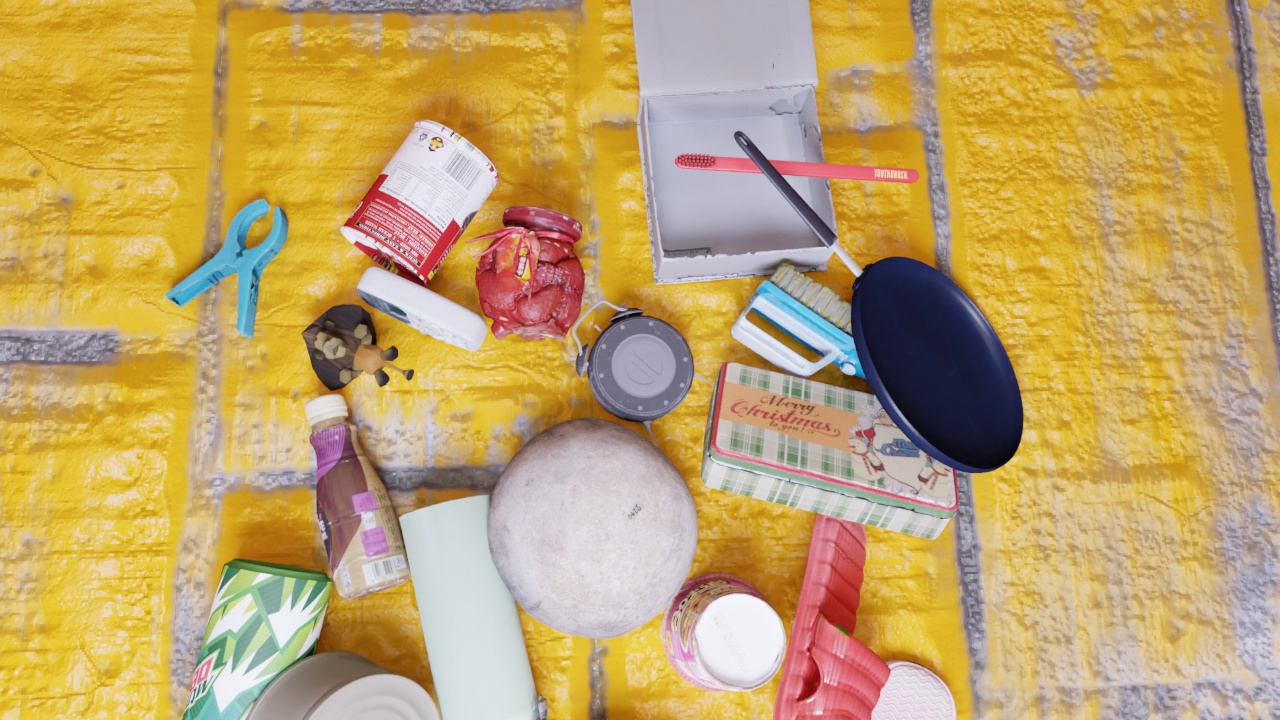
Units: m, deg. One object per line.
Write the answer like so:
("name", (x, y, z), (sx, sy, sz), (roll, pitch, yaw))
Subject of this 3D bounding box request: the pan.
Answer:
("pan", (0.197, -0.055, 0.768), (0.356, 0.021, 0.198), (47, 46, -6))

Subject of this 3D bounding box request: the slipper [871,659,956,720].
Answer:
("slipper", (0.190, 0.348, 0.729), (0.107, 0.056, 0.221), (22, 67, 2))

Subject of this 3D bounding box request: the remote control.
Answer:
("remote control", (-0.187, -0.043, 0.789), (0.114, 0.060, 0.028), (26, 75, -1))

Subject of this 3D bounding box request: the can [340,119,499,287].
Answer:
("can", (-0.189, -0.135, 0.795), (0.086, 0.087, 0.116), (31, 78, 3))

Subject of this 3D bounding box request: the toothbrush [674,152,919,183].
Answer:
("toothbrush", (0.135, -0.164, 0.780), (0.212, 0.018, 0.012), (3, 91, -5))

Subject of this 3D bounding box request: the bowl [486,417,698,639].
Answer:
("bowl", (-0.025, 0.127, 0.724), (0.178, 0.081, 0.178), (7, 71, -22))

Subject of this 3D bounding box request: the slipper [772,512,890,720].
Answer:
("slipper", (0.158, 0.229, 0.711), (0.059, 0.103, 0.248), (-5, 53, 34))

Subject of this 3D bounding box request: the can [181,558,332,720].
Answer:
("can", (-0.297, 0.232, 0.710), (0.083, 0.083, 0.144), (10, 77, -1))

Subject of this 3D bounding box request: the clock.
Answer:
("clock", (-0.005, 0.005, 0.795), (0.123, 0.044, 0.091), (43, 76, 1))

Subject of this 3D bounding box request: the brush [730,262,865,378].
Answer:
("brush", (0.154, -0.018, 0.805), (0.136, 0.055, 0.075), (34, 73, 4))

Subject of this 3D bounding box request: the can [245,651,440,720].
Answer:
("can", (-0.218, 0.286, 0.674), (0.127, 0.073, 0.127), (2, 87, -45))

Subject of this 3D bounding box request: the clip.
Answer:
("clip", (-0.343, -0.082, 0.806), (0.102, 0.027, 0.119), (23, 78, -1))

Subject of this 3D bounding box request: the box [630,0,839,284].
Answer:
("box", (0.079, -0.260, 0.832), (0.166, 0.098, 0.368), (-5, 85, -5))

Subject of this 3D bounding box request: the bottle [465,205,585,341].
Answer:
("bottle", (-0.096, -0.071, 0.781), (0.099, 0.099, 0.111), (10, 83, -1))

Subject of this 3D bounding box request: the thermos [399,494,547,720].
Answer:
("thermos", (-0.126, 0.226, 0.724), (0.082, 0.082, 0.231), (-14, 78, -6))

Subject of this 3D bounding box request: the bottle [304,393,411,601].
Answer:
("bottle", (-0.238, 0.109, 0.752), (0.059, 0.060, 0.166), (-18, 80, -7))

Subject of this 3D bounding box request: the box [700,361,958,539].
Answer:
("box", (0.156, 0.072, 0.762), (0.205, 0.051, 0.117), (14, 40, 1))

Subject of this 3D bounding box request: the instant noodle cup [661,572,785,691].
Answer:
("instant noodle cup", (0.070, 0.217, 0.722), (0.097, 0.109, 0.097), (1, 78, -4))

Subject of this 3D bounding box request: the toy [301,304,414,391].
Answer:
("toy", (-0.237, -0.005, 0.774), (0.100, 0.062, 0.076), (22, 95, 20))
